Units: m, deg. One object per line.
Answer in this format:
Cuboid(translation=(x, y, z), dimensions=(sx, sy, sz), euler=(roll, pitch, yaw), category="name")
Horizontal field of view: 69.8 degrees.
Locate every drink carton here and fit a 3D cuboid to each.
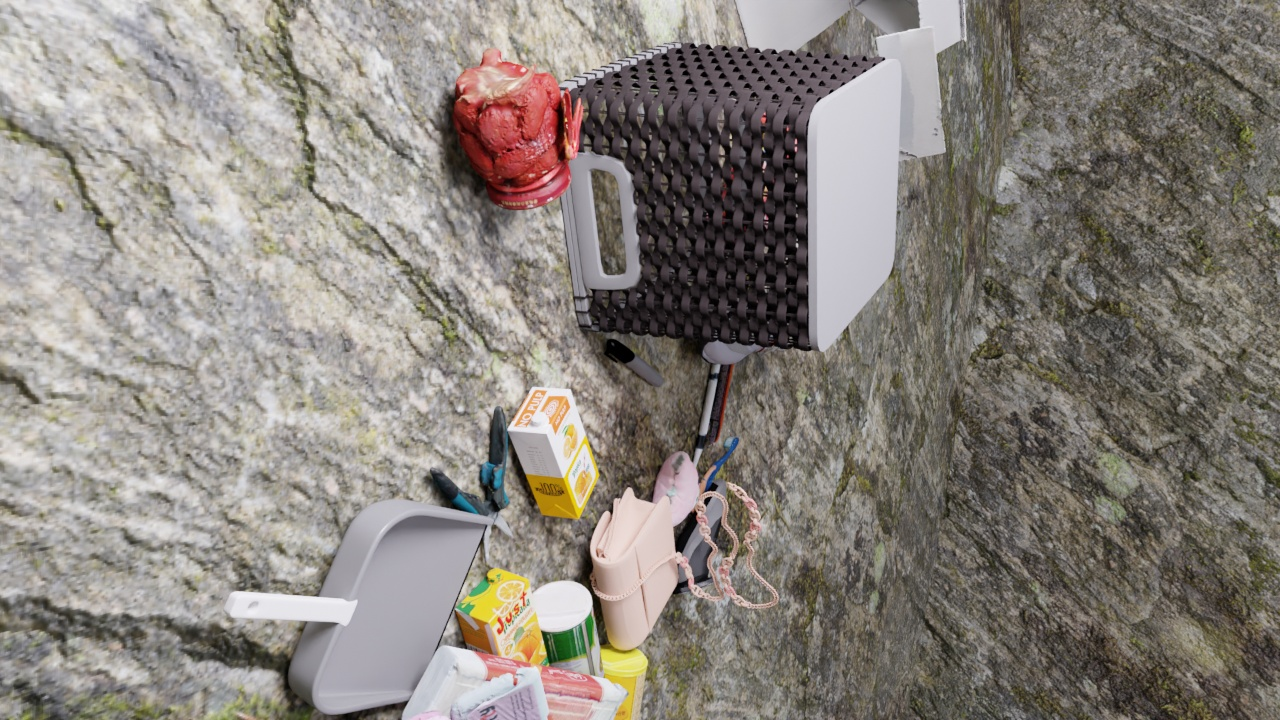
Cuboid(translation=(-0.127, 0.256, 0.852), dimensions=(0.058, 0.041, 0.123), euler=(-44, 135, -45), category="drink carton")
Cuboid(translation=(-0.081, 0.085, 0.864), dimensions=(0.058, 0.040, 0.123), euler=(-64, 149, -44), category="drink carton")

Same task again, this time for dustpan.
Cuboid(translation=(-0.206, 0.182, 0.681), dimensions=(0.257, 0.033, 0.163), euler=(32, 79, -59), category="dustpan")

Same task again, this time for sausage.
Cuboid(translation=(0.106, 0.040, 1.204), dimensions=(0.020, 0.020, 0.155), euler=(9, 92, -60), category="sausage")

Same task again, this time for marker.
Cuboid(translation=(-0.006, 0.006, 1.005), dimensions=(0.022, 0.016, 0.138), euler=(-45, 148, 3), category="marker")

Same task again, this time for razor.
Cuboid(translation=(0.078, 0.227, 1.181), dimensions=(0.057, 0.060, 0.156), euler=(43, 58, -74), category="razor")

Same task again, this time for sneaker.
Cuboid(translation=(0.166, -0.055, 1.153), dimensions=(0.239, 0.124, 0.089), euler=(-20, 98, -60), category="sneaker")

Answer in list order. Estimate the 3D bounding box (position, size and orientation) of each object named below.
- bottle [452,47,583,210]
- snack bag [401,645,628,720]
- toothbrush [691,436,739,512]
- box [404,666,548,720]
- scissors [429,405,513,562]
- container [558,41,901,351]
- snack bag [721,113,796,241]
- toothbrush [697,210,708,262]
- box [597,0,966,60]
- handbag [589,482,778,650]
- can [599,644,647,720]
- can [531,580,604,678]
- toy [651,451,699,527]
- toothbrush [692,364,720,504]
Cuboid(translation=(-0.091, -0.182, 0.711), dimensions=(0.098, 0.099, 0.111), euler=(-55, 148, -35), category="bottle")
Cuboid(translation=(-0.107, 0.311, 0.827), dimensions=(0.225, 0.041, 0.077), euler=(32, 87, -47), category="snack bag")
Cuboid(translation=(0.097, 0.152, 1.235), dimensions=(0.134, 0.017, 0.021), euler=(-54, 138, -33), category="toothbrush")
Cuboid(translation=(-0.142, 0.338, 0.759), dimensions=(0.153, 0.041, 0.202), euler=(-17, 136, -15), category="box")
Cuboid(translation=(-0.142, 0.115, 0.800), dimensions=(0.117, 0.019, 0.148), euler=(-14, 113, -59), category="scissors")
Cuboid(translation=(0.095, -0.163, 0.886), dimensions=(0.244, 0.244, 0.248), euler=(-41, 133, -48), category="container")
Cuboid(translation=(0.145, -0.216, 1.125), dimensions=(0.082, 0.082, 0.176), euler=(40, 66, -57), category="snack bag")
Cuboid(translation=(0.079, -0.174, 1.086), dimensions=(0.021, 0.016, 0.135), euler=(-19, 116, -50), category="toothbrush")
Cuboid(translation=(0.164, -0.462, 1.123), dimensions=(0.167, 0.447, 0.164), euler=(61, 39, -49), category="box")
Cuboid(translation=(0.041, 0.232, 0.986), dimensions=(0.116, 0.187, 0.199), euler=(-57, 149, -45), category="handbag")
Cuboid(translation=(-0.032, 0.380, 1.034), dimensions=(0.067, 0.068, 0.105), euler=(-3, 102, -60), category="can")
Cuboid(translation=(-0.075, 0.288, 0.927), dimensions=(0.067, 0.067, 0.121), euler=(-43, 135, -46), category="can")
Cuboid(translation=(0.045, 0.157, 1.109), dimensions=(0.095, 0.053, 0.099), euler=(18, 87, -73), category="toy")
Cuboid(translation=(0.083, 0.094, 1.186), dimensions=(0.012, 0.017, 0.187), euler=(-165, -94, -89), category="toothbrush")
